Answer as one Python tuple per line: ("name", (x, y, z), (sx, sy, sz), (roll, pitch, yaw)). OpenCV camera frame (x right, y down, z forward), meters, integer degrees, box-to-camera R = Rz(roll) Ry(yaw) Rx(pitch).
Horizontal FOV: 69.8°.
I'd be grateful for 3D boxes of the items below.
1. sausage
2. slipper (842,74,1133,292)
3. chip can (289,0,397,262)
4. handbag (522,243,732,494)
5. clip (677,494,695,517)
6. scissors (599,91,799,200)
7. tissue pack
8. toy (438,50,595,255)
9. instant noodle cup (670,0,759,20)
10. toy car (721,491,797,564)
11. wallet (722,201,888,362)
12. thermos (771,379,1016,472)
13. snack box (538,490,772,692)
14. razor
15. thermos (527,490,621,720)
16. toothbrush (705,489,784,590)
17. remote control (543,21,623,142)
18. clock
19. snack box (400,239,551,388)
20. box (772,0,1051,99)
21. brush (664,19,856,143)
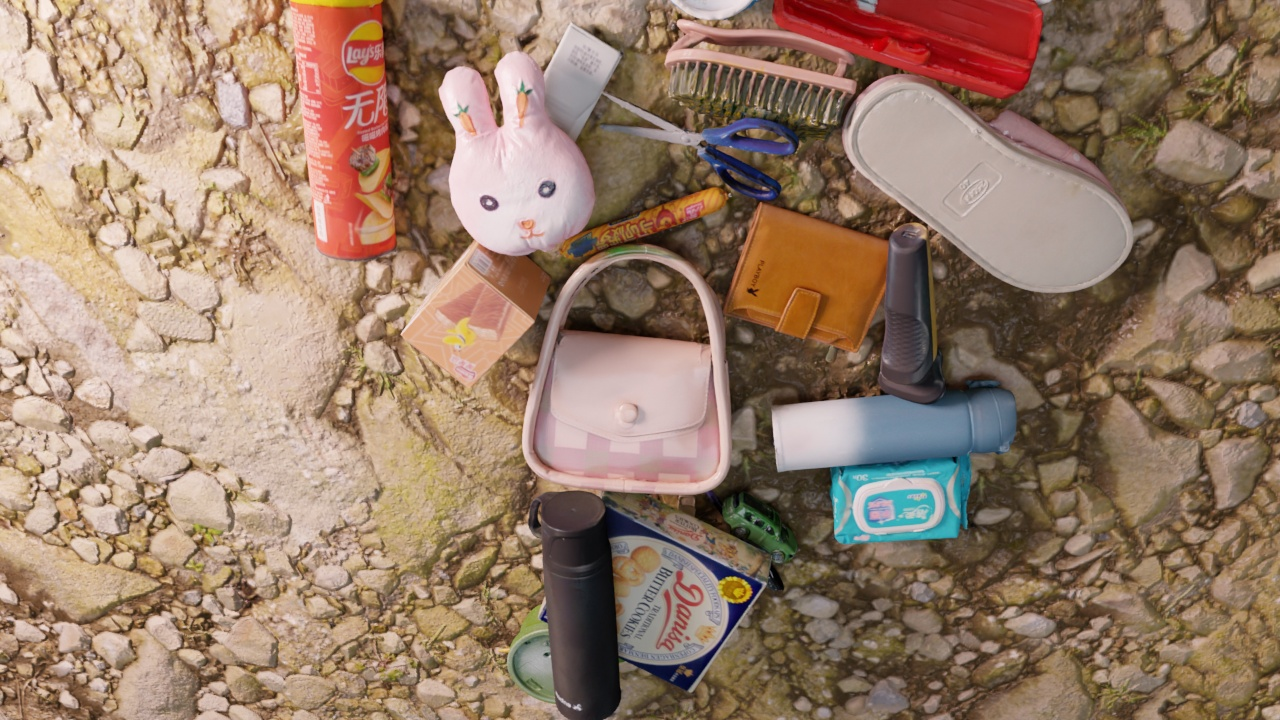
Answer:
("sausage", (0.001, -0.118, 0.797), (0.165, 0.021, 0.021), (-17, 116, 14))
("slipper", (0.279, -0.141, 0.738), (0.274, 0.054, 0.114), (25, 122, -17))
("chip can", (-0.241, -0.192, 0.751), (0.073, 0.073, 0.217), (6, 119, 2))
("handbag", (-0.005, 0.005, 0.839), (0.193, 0.093, 0.234), (5, 112, 1))
("clip", (0.043, 0.189, 0.966), (0.035, 0.086, 0.104), (5, 91, 4))
("scissors", (0.052, -0.177, 0.737), (0.162, 0.012, 0.163), (34, 156, -32))
("tissue pack", (0.252, 0.129, 0.893), (0.133, 0.050, 0.093), (-7, 117, 9))
("toy", (-0.104, -0.161, 0.740), (0.121, 0.054, 0.159), (-12, 113, 15))
("instant noodle cup", (0.053, -0.286, 0.650), (0.099, 0.109, 0.099), (2, 118, 4))
("toy car", (0.123, 0.169, 0.932), (0.091, 0.043, 0.036), (38, 115, -15))
("wallet", (0.148, -0.066, 0.809), (0.130, 0.035, 0.119), (16, 113, -4))
("thermos", (0.232, 0.061, 0.852), (0.220, 0.070, 0.070), (-7, 118, 8))
("snack box", (0.011, 0.228, 0.919), (0.182, 0.045, 0.178), (26, 122, 0))
("razor", (0.234, -0.039, 0.790), (0.062, 0.067, 0.168), (21, 136, 40))
("thermos", (-0.064, 0.234, 0.884), (0.090, 0.068, 0.243), (25, 128, 40))
("toothbrush", (0.099, 0.177, 0.956), (0.017, 0.014, 0.189), (-23, 115, 30))
("remote control", (-0.065, -0.209, 0.752), (0.049, 0.024, 0.125), (28, 117, -10))
("clock", (-0.076, 0.315, 1.024), (0.116, 0.056, 0.162), (40, 115, -17))
("snack box", (-0.142, -0.048, 0.809), (0.077, 0.092, 0.095), (40, 115, -16))
("box", (0.203, -0.265, 0.649), (0.201, 0.100, 0.095), (16, 85, -3))
("brush", (0.091, -0.221, 0.714), (0.145, 0.063, 0.073), (13, 90, 1))
